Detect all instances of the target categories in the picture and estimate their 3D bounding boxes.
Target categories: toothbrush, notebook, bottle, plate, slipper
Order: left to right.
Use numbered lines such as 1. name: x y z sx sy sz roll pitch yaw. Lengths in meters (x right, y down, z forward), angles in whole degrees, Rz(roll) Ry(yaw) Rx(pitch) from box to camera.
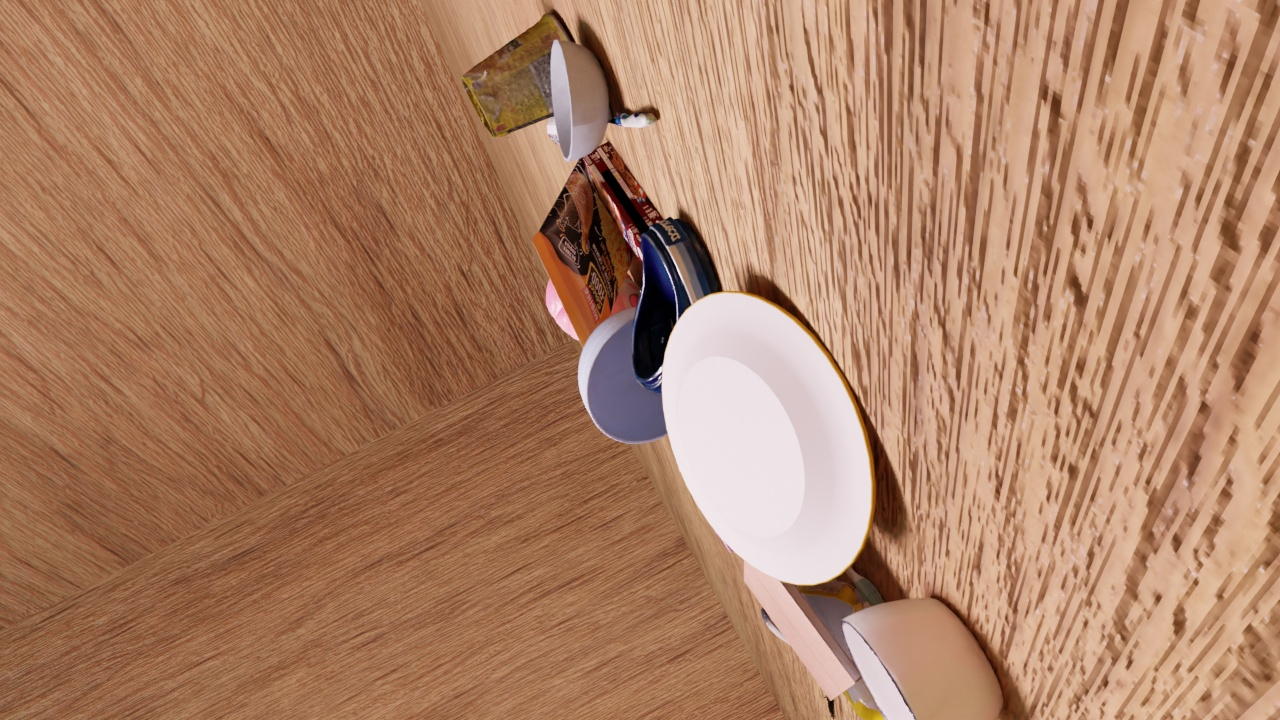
1. bottle: -0.082 -0.262 1.032 0.041 0.041 0.116 65 174 -19
2. toothbrush: -0.015 -0.213 0.800 0.189 0.016 0.017 -133 26 -69
3. slipper: 0.032 -0.017 0.868 0.105 0.095 0.253 52 162 50
4. plate: 0.080 0.062 0.687 0.230 0.021 0.230 32 131 46
5. notebook: 0.136 0.231 0.813 0.141 0.008 0.209 53 171 23

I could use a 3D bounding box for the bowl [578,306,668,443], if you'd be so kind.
1. bowl: -0.006 0.006 0.971 0.075 0.150 0.151 36 155 53

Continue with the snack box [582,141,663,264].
1. snack box: -0.012 -0.157 0.939 0.140 0.031 0.051 59 173 32

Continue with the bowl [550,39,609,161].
1. bowl: -0.053 -0.236 0.830 0.106 0.039 0.106 171 91 -78

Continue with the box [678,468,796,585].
1. box: 0.109 0.185 0.945 0.101 0.102 0.201 -31 98 42

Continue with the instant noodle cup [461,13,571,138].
1. instant noodle cup: -0.116 -0.278 0.919 0.102 0.108 0.102 59 173 11

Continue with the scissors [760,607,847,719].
1. scissors: 0.190 0.308 0.960 0.157 0.013 0.168 35 -158 21

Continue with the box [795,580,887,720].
1. box: 0.196 0.288 0.809 0.210 0.084 0.079 60 -140 -29

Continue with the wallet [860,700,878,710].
1. wallet: 0.274 0.391 0.944 0.116 0.032 0.086 57 -177 27

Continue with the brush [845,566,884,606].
1. brush: 0.180 0.175 0.864 0.217 0.012 0.033 56 171 52

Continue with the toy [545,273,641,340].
1. toy: -0.041 -0.063 1.169 0.142 0.084 0.213 65 -160 13

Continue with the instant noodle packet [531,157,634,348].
1. instant noodle packet: -0.057 -0.125 1.027 0.220 0.032 0.160 -72 -34 -48

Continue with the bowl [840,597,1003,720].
1. bowl: 0.198 0.217 0.636 0.116 0.065 0.116 61 174 10
